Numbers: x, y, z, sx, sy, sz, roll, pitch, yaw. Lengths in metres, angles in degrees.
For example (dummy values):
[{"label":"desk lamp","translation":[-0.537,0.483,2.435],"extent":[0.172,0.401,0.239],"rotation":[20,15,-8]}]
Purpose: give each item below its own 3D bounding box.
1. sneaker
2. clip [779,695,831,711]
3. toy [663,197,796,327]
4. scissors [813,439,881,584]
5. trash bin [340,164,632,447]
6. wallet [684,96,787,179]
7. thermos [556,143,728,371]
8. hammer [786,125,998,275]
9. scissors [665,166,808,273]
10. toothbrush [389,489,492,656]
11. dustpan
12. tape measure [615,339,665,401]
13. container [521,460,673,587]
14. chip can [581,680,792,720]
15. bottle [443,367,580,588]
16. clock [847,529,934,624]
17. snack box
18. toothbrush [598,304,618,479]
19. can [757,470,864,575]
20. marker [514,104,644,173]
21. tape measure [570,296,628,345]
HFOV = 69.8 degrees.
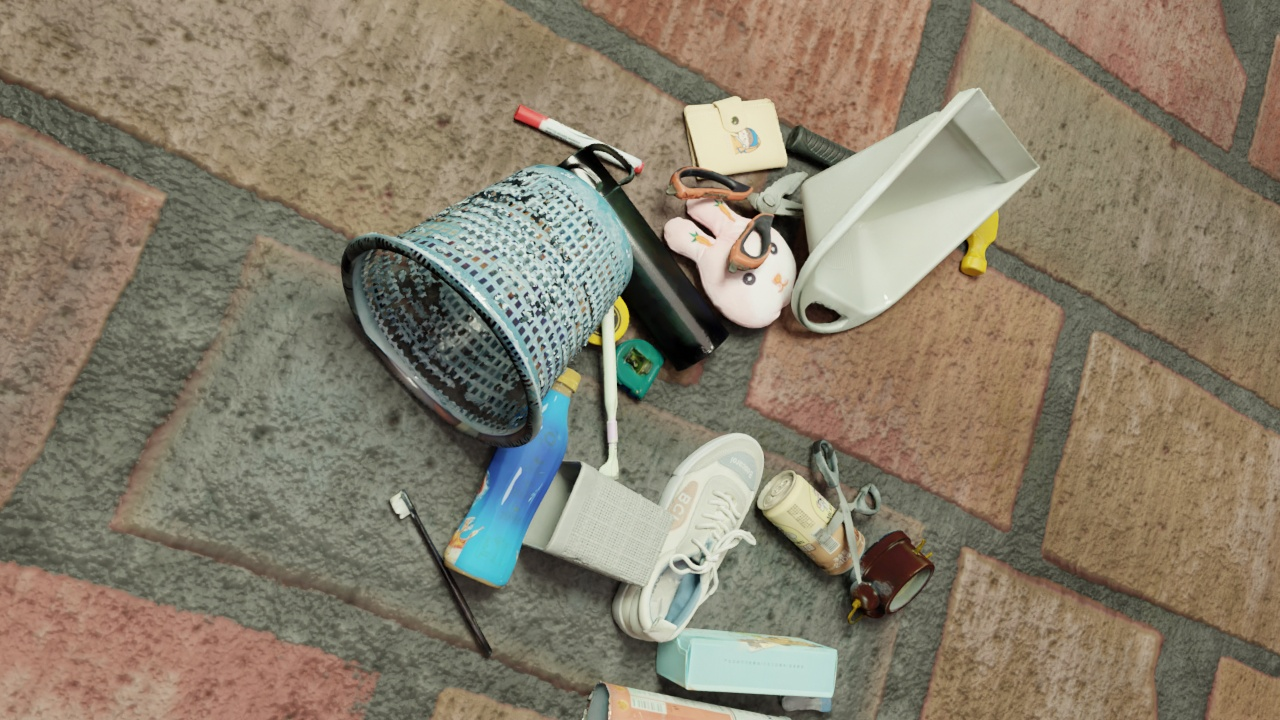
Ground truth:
[{"label":"sneaker","translation":[0.060,0.175,0.930],"extent":[0.089,0.091,0.241],"rotation":[38,72,-15]},{"label":"clip","translation":[0.178,0.368,0.994],"extent":[0.058,0.043,0.027],"rotation":[6,85,-14]},{"label":"toy","translation":[0.100,-0.111,0.997],"extent":[0.159,0.054,0.121],"rotation":[40,64,-7]},{"label":"scissors","translation":[0.222,0.160,0.992],"extent":[0.159,0.014,0.180],"rotation":[15,48,-42]},{"label":"trash bin","translation":[-0.119,-0.066,0.833],"extent":[0.226,0.227,0.194],"rotation":[50,57,-10]},{"label":"wallet","translation":[0.106,-0.253,1.030],"extent":[0.115,0.024,0.087],"rotation":[-13,88,-21]},{"label":"thermos","translation":[0.004,-0.111,0.947],"extent":[0.089,0.068,0.242],"rotation":[-38,99,-15]},{"label":"hammer","translation":[0.308,-0.210,1.100],"extent":[0.300,0.033,0.128],"rotation":[19,77,-19]},{"label":"scissors","translation":[0.123,-0.167,0.995],"extent":[0.189,0.015,0.226],"rotation":[33,49,-9]},{"label":"toothbrush","translation":[-0.187,0.203,0.869],"extent":[0.018,0.016,0.181],"rotation":[-30,95,-16]},{"label":"dustpan","translation":[0.281,-0.132,0.977],"extent":[0.222,0.258,0.142],"rotation":[17,62,-51]},{"label":"tape measure","translation":[-0.006,0.006,0.956],"extent":[0.054,0.025,0.058],"rotation":[35,72,-16]},{"label":"container","translation":[-0.040,0.162,0.893],"extent":[0.114,0.090,0.090],"rotation":[29,75,-20]},{"label":"chip can","translation":[0.051,0.374,0.915],"extent":[0.214,0.071,0.071],"rotation":[19,78,-19]},{"label":"bottle","translation":[-0.114,0.106,0.880],"extent":[0.065,0.065,0.218],"rotation":[29,75,-17]},{"label":"clock","translation":[0.268,0.242,1.008],"extent":[0.122,0.055,0.082],"rotation":[-45,146,-2]},{"label":"snack box","translation":[0.109,0.309,0.943],"extent":[0.174,0.074,0.051],"rotation":[11,81,-20]},{"label":"toothbrush","translation":[-0.033,0.027,0.929],"extent":[0.029,0.020,0.189],"rotation":[-8,98,-53]},{"label":"can","translation":[0.186,0.177,0.996],"extent":[0.116,0.059,0.058],"rotation":[43,71,-12]},{"label":"marker","translation":[-0.063,-0.231,0.963],"extent":[0.145,0.017,0.017],"rotation":[21,77,-19]},{"label":"tape measure","translation":[-0.042,-0.044,0.944],"extent":[0.060,0.029,0.057],"rotation":[-38,102,-6]}]
